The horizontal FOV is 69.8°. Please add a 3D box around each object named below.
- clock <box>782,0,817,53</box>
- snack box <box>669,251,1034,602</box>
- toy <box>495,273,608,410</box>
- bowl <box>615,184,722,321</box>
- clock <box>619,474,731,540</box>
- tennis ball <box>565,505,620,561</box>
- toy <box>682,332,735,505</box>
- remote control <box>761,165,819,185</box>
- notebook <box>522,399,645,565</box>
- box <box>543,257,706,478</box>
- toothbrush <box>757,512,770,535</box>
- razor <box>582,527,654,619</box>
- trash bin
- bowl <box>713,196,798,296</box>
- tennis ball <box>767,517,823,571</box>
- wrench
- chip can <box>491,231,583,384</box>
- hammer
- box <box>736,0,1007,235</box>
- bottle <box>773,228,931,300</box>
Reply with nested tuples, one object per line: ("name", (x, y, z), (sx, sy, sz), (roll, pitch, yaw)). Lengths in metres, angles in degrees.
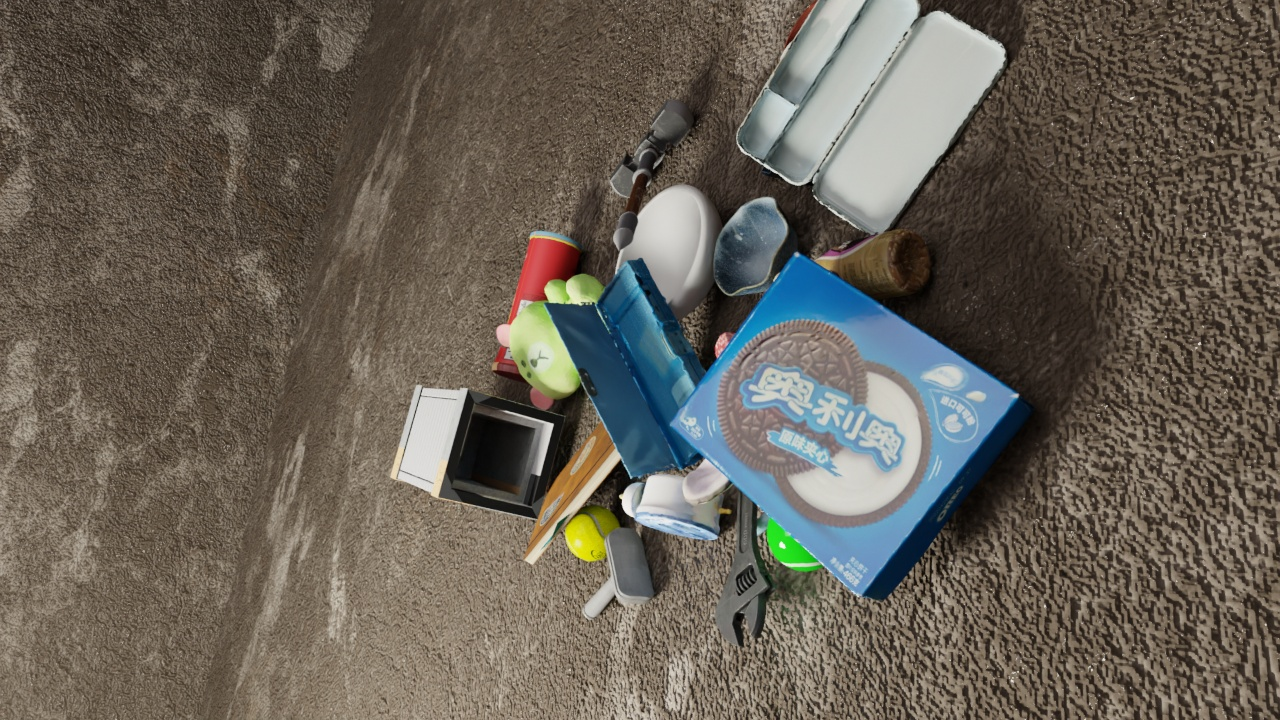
("clock", (0.218, -0.329, 0.950), (0.120, 0.072, 0.158), (36, 105, 56))
("snack box", (0.166, 0.048, 0.766), (0.239, 0.056, 0.196), (41, 99, 37))
("toy", (-0.099, -0.032, 1.237), (0.197, 0.107, 0.150), (-26, 97, 45))
("bowl", (0.045, -0.117, 1.101), (0.177, 0.066, 0.176), (-31, 50, 45))
("clock", (0.032, 0.155, 0.964), (0.126, 0.088, 0.052), (-10, 61, 52))
("tennis ball", (-0.056, 0.204, 1.088), (0.066, 0.065, 0.065), (-31, 50, 45))
("toy", (0.107, 0.046, 0.899), (0.159, 0.084, 0.193), (-22, 40, 20))
("remote control", (0.185, -0.210, 0.987), (0.150, 0.022, 0.047), (35, 104, 58))
("notebook", (-0.068, 0.136, 1.118), (0.250, 0.014, 0.178), (-52, 11, 27))
("box", (-0.008, 0.006, 1.000), (0.094, 0.111, 0.231), (-47, 62, 44))
("toothbrush", (0.149, 0.129, 0.874), (0.155, 0.016, 0.022), (-48, 49, 33))
("razor", (-0.034, 0.262, 1.055), (0.116, 0.047, 0.088), (-55, 35, 36))
("trash bin", (-0.237, 0.124, 1.301), (0.247, 0.142, 0.142), (-1, 73, 61))
("bowl", (0.131, -0.115, 0.984), (0.111, 0.055, 0.110), (-31, 49, 44))
("tennis ball", (0.146, 0.154, 0.818), (0.066, 0.065, 0.065), (-31, 50, 45))
("wrench", (0.105, 0.144, 0.902), (0.073, 0.018, 0.272), (-33, 41, 44))
("chip can", (-0.150, -0.075, 1.349), (0.087, 0.087, 0.213), (0, 73, 56))
("hammer", (-0.003, -0.210, 1.130), (0.156, 0.043, 0.321), (-48, 16, 31))
("box", (0.214, -0.249, 0.875), (0.191, 0.045, 0.210), (36, 110, 15))
("bottle", (0.193, -0.082, 0.874), (0.166, 0.059, 0.059), (-8, 67, 56))
